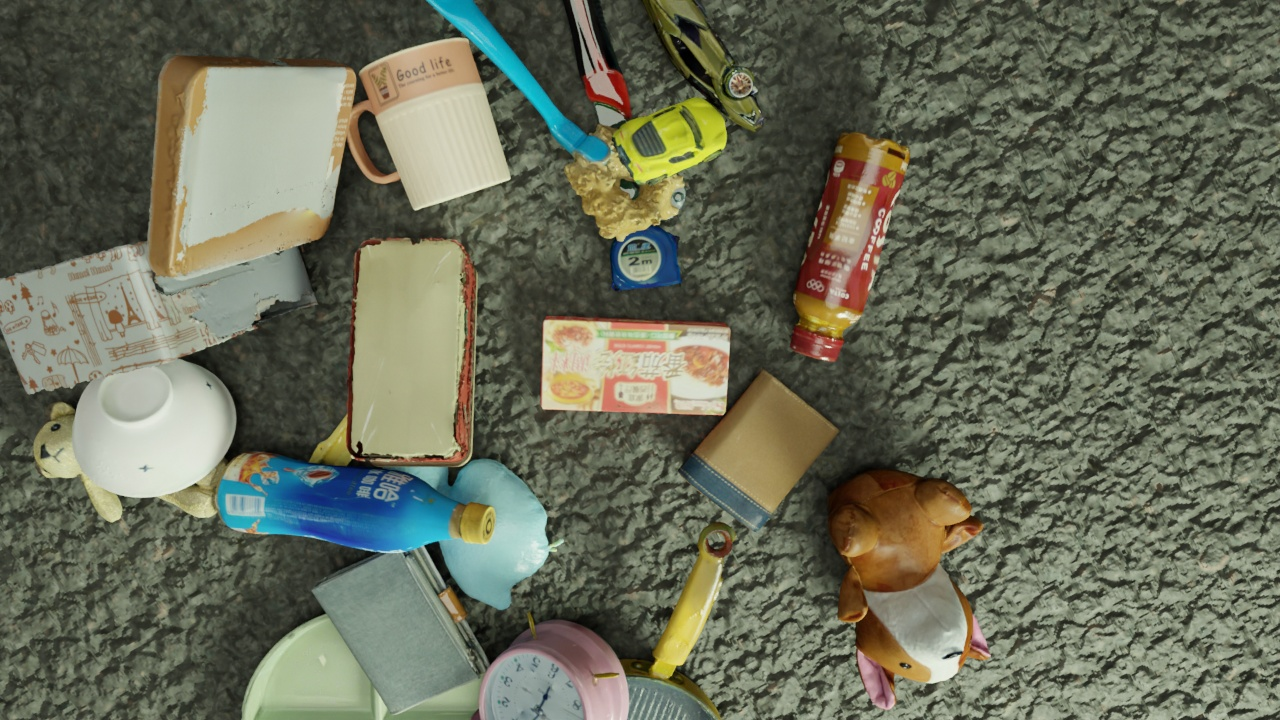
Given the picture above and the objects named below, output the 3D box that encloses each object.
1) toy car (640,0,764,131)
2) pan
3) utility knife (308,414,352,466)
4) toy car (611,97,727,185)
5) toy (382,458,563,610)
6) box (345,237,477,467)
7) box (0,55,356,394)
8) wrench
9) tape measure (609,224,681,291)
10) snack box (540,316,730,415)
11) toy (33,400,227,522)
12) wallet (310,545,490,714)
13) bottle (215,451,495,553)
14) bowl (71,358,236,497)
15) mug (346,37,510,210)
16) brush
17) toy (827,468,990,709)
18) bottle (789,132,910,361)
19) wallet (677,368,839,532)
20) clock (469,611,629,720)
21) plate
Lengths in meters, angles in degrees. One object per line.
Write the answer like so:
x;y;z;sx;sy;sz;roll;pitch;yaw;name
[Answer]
0.042;-0.236;0.686;0.042;0.070;0.158;-35;100;5;toy car
0.010;0.289;0.782;0.197;0.078;0.358;17;100;-6;pan
-0.215;0.025;0.758;0.031;0.021;0.205;37;93;-8;utility knife
0.027;-0.165;0.675;0.105;0.032;0.048;-30;91;-36;toy car
-0.141;0.126;0.760;0.156;0.049;0.161;4;98;7;toy
-0.170;-0.006;0.692;0.091;0.076;0.168;0;80;-2;box
-0.293;-0.083;0.624;0.271;0.179;0.134;-42;93;21;box
-0.030;-0.237;0.710;0.056;0.016;0.273;-20;101;-2;wrench
0.003;-0.083;0.737;0.058;0.025;0.054;-6;99;-5;tape measure
-0.004;0.004;0.753;0.153;0.025;0.075;2;100;-3;snack box
-0.407;0.084;0.732;0.157;0.066;0.105;16;95;2;toy
-0.193;0.217;0.756;0.107;0.037;0.130;-26;99;13;wallet
-0.221;0.114;0.719;0.219;0.065;0.065;5;101;12;bottle
-0.376;0.037;0.696;0.118;0.065;0.118;5;61;-9;bowl
-0.165;-0.171;0.688;0.115;0.081;0.106;-15;103;15;mug
-0.066;-0.186;0.668;0.254;0.046;0.083;44;79;-20;brush
0.224;0.189;0.755;0.140;0.130;0.200;-16;111;-5;toy
0.161;-0.087;0.725;0.057;0.057;0.175;13;100;-5;bottle
0.099;0.076;0.769;0.090;0.033;0.115;37;96;-11;wallet
-0.080;0.291;0.740;0.117;0.059;0.158;26;102;22;clock
-0.230;0.318;0.805;0.230;0.027;0.230;0;101;-1;plate
